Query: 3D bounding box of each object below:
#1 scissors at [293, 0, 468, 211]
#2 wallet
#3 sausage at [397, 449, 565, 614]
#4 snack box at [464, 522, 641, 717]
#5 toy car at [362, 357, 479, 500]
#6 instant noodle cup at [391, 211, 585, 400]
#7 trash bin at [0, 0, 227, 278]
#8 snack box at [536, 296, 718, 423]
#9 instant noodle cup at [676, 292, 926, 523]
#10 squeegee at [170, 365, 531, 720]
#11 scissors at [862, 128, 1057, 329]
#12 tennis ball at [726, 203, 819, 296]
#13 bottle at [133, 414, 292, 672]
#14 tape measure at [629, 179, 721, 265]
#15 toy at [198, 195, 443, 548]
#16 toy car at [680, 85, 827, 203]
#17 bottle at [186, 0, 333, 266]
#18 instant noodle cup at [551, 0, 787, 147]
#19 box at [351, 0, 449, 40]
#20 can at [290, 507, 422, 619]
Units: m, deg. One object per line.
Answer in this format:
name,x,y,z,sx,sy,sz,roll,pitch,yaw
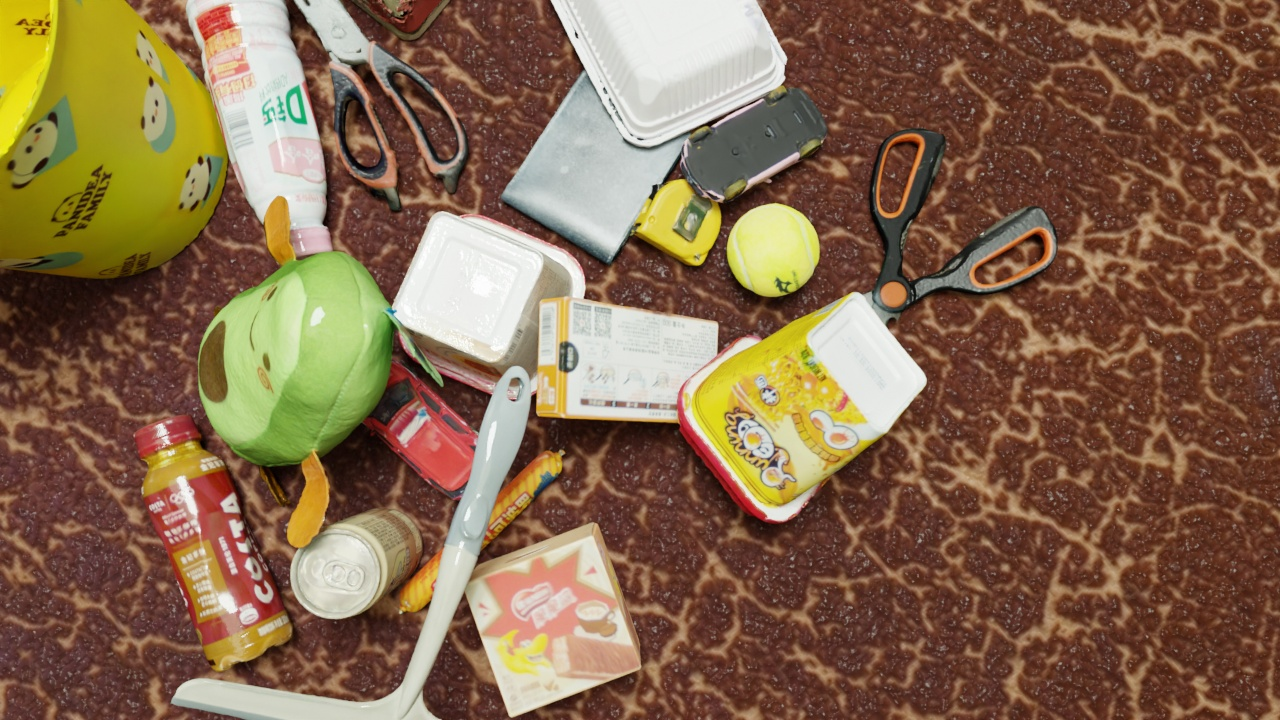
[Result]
scissors,-0.214,-0.208,0.649,0.206,0.015,0.195,17,102,-13
wallet,-0.031,-0.144,0.678,0.097,0.019,0.120,32,85,1
sausage,-0.115,0.123,0.661,0.165,0.021,0.021,-45,88,-2
snack box,-0.058,0.174,0.631,0.093,0.077,0.094,-20,87,-2
toy car,-0.157,0.047,0.654,0.120,0.045,0.053,41,86,4
instant noodle cup,-0.105,-0.041,0.618,0.116,0.124,0.116,23,86,0
trash bin,-0.394,-0.157,0.555,0.229,0.255,0.229,0,86,-1
snack box,-0.004,0.004,0.616,0.026,0.153,0.075,-1,85,43
instant noodle cup,0.107,0.026,0.601,0.116,0.124,0.115,52,47,2
squeegee,-0.110,0.120,0.549,0.246,0.039,0.246,21,85,-18
scissors,0.196,-0.068,0.678,0.221,0.021,0.224,-12,85,4
tennis ball,0.094,-0.078,0.651,0.065,0.065,0.065,0,87,-1
bottle,-0.301,0.124,0.641,0.057,0.057,0.175,-24,87,-2
tape measure,0.030,-0.102,0.662,0.060,0.029,0.057,28,86,-22
toy,-0.220,0.004,0.575,0.089,0.247,0.227,-4,75,-40
toy car,0.081,-0.155,0.663,0.122,0.037,0.056,-31,86,-20
bottle,-0.264,-0.166,0.654,0.068,0.068,0.197,-16,90,-2
instant noodle cup,0.016,-0.257,0.657,0.138,0.060,0.173,-26,82,-5
box,-0.211,-0.319,0.654,0.168,0.079,0.091,38,86,2
can,-0.186,0.132,0.612,0.058,0.116,0.058,0,86,-1
